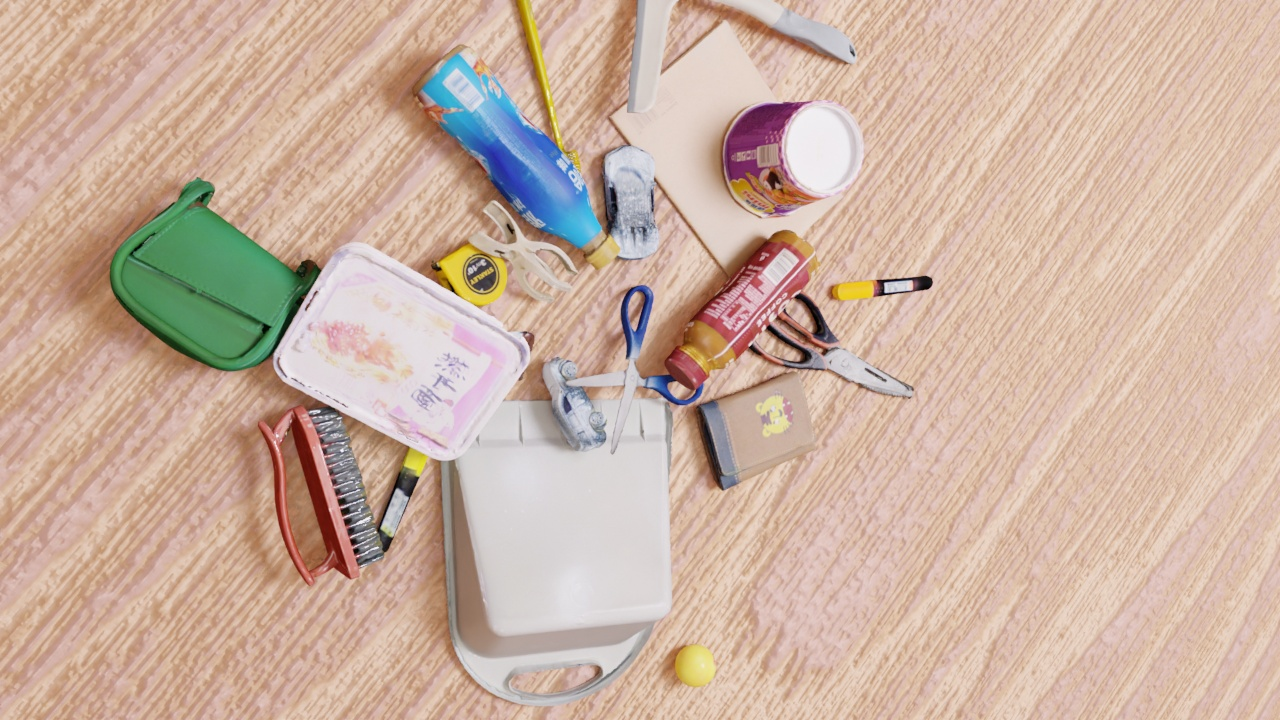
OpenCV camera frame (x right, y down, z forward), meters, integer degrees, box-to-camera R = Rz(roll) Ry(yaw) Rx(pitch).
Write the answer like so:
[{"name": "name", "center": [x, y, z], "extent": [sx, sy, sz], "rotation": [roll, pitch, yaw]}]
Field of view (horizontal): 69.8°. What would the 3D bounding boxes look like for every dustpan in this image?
[{"name": "dustpan", "center": [-0.078, 0.182, 0.859], "extent": [0.222, 0.143, 0.257], "rotation": [0, 66, -20]}]

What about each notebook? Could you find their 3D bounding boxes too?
[{"name": "notebook", "center": [0.088, -0.195, 0.884], "extent": [0.149, 0.012, 0.211], "rotation": [-42, 107, -11]}]

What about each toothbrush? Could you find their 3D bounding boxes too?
[{"name": "toothbrush", "center": [-0.084, -0.255, 0.813], "extent": [0.016, 0.016, 0.190], "rotation": [-19, 101, -23]}]

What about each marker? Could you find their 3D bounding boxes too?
[{"name": "marker", "center": [0.253, -0.076, 0.955], "extent": [0.123, 0.015, 0.018], "rotation": [-7, 99, -22]}, {"name": "marker", "center": [-0.207, 0.110, 0.803], "extent": [0.018, 0.015, 0.124], "rotation": [22, 90, -26]}]

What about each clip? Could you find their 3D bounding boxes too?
[{"name": "clip", "center": [-0.103, -0.093, 0.801], "extent": [0.100, 0.035, 0.075], "rotation": [36, 48, -27]}]

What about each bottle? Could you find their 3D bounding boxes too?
[{"name": "bottle", "center": [0.094, -0.046, 0.860], "extent": [0.174, 0.057, 0.057], "rotation": [-46, 108, -14]}, {"name": "bottle", "center": [-0.098, -0.167, 0.790], "extent": [0.065, 0.065, 0.218], "rotation": [-47, 109, -11]}]

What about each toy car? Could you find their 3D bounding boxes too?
[{"name": "toy car", "center": [-0.062, 0.040, 0.822], "extent": [0.034, 0.043, 0.090], "rotation": [-26, 83, -22]}, {"name": "toy car", "center": [-0.008, -0.145, 0.840], "extent": [0.049, 0.031, 0.105], "rotation": [-6, 96, -12]}]

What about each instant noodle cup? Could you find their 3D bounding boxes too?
[{"name": "instant noodle cup", "center": [-0.191, -0.013, 0.751], "extent": [0.173, 0.060, 0.138], "rotation": [30, 110, -20]}, {"name": "instant noodle cup", "center": [0.146, -0.190, 0.847], "extent": [0.111, 0.099, 0.111], "rotation": [-2, 96, -21]}]

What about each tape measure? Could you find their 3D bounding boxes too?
[{"name": "tape measure", "center": [-0.146, -0.074, 0.798], "extent": [0.059, 0.029, 0.057], "rotation": [-39, 108, -33]}]

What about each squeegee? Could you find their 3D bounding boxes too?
[{"name": "squeegee", "center": [0.114, -0.321, 0.856], "extent": [0.246, 0.039, 0.246], "rotation": [10, 81, -26]}]

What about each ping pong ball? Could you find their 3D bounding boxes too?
[{"name": "ping pong ball", "center": [0.054, 0.300, 0.902], "extent": [0.040, 0.040, 0.040], "rotation": [-2, 95, -20]}]

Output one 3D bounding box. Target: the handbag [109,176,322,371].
[{"name": "handbag", "center": [-0.331, -0.061, 0.718], "extent": [0.131, 0.068, 0.120], "rotation": [40, 74, -18]}]

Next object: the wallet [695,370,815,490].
[{"name": "wallet", "center": [0.116, 0.069, 0.910], "extent": [0.115, 0.033, 0.090], "rotation": [-20, 100, -21]}]

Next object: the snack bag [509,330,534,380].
[{"name": "snack bag", "center": [-0.145, -0.018, 0.806], "extent": [0.105, 0.026, 0.045], "rotation": [20, 87, -22]}]

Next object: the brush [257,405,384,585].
[{"name": "brush", "center": [-0.266, 0.108, 0.754], "extent": [0.069, 0.063, 0.146], "rotation": [-18, 100, -31]}]

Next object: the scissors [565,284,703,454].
[{"name": "scissors", "center": [-0.002, 0.007, 0.839], "extent": [0.175, 0.012, 0.162], "rotation": [9, 73, -43]}]

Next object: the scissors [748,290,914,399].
[{"name": "scissors", "center": [0.203, -0.018, 0.941], "extent": [0.210, 0.015, 0.177], "rotation": [-13, 98, -19]}]
